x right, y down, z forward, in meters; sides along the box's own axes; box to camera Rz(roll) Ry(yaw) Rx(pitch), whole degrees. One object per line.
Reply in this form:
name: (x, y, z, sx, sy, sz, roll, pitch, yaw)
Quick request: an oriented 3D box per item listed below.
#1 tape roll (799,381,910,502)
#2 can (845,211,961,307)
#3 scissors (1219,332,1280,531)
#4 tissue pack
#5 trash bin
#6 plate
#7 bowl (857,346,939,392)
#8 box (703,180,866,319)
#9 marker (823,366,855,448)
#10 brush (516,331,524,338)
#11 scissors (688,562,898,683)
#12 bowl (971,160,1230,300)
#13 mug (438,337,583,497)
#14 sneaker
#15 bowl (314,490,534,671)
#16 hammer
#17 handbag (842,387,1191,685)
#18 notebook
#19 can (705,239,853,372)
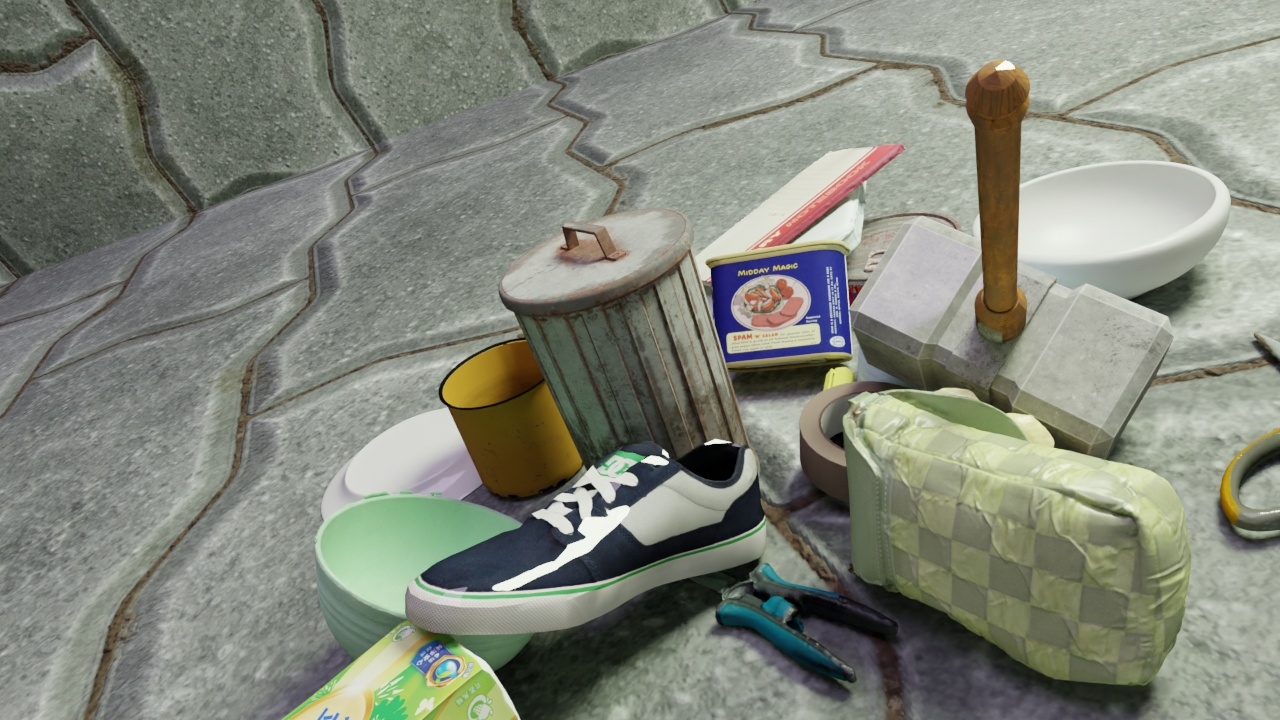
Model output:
tape roll: (0.152, 0.053, 0.605, 0.094, 0.030, 0.093, -5, 34, 3)
can: (0.223, -0.085, 0.822, 0.130, 0.044, 0.129, -16, 27, 8)
scissors: (0.412, 0.034, 0.499, 0.224, 0.016, 0.217, -36, 30, -31)
tissue pack: (-0.123, 0.230, 0.406, 0.197, 0.120, 0.142, -43, 32, -26)
trash bin: (-0.004, 0.004, 0.627, 0.131, 0.211, 0.130, -16, 27, 8)
plate: (-0.202, 0.086, 0.829, 0.189, 0.016, 0.188, -16, 27, 8)
bowl: (0.227, -0.023, 0.668, 0.151, 0.075, 0.150, -16, 27, 8)
box: (0.131, -0.111, 0.885, 0.189, 0.037, 0.208, -25, 19, 28)
marker: (0.139, 0.045, 0.663, 0.021, 0.018, 0.123, 29, 38, -3)
brush: (-0.043, -0.038, 0.909, 0.196, 0.043, 0.059, -15, 25, 26)
scissors: (0.076, 0.144, 0.525, 0.126, 0.019, 0.143, -17, 25, 8)
bowl: (0.354, -0.090, 0.713, 0.177, 0.066, 0.176, -16, 27, 8)
mug: (-0.099, 0.041, 0.752, 0.100, 0.094, 0.123, -16, 29, 4)
sneaker: (-0.024, 0.091, 0.522, 0.234, 0.079, 0.084, -8, 11, -37)
bowl: (-0.129, 0.149, 0.568, 0.151, 0.077, 0.150, 15, 15, -4)
hammer: (0.179, -0.049, 0.457, 0.163, 0.317, 0.083, 30, 84, 28)
handbag: (0.191, 0.082, 0.478, 0.116, 0.113, 0.187, -22, 26, -34)
notebook: (0.137, -0.139, 0.880, 0.208, 0.012, 0.153, -39, 16, -5)
can: (0.114, -0.041, 0.749, 0.116, 0.092, 0.056, -6, -8, 26)
